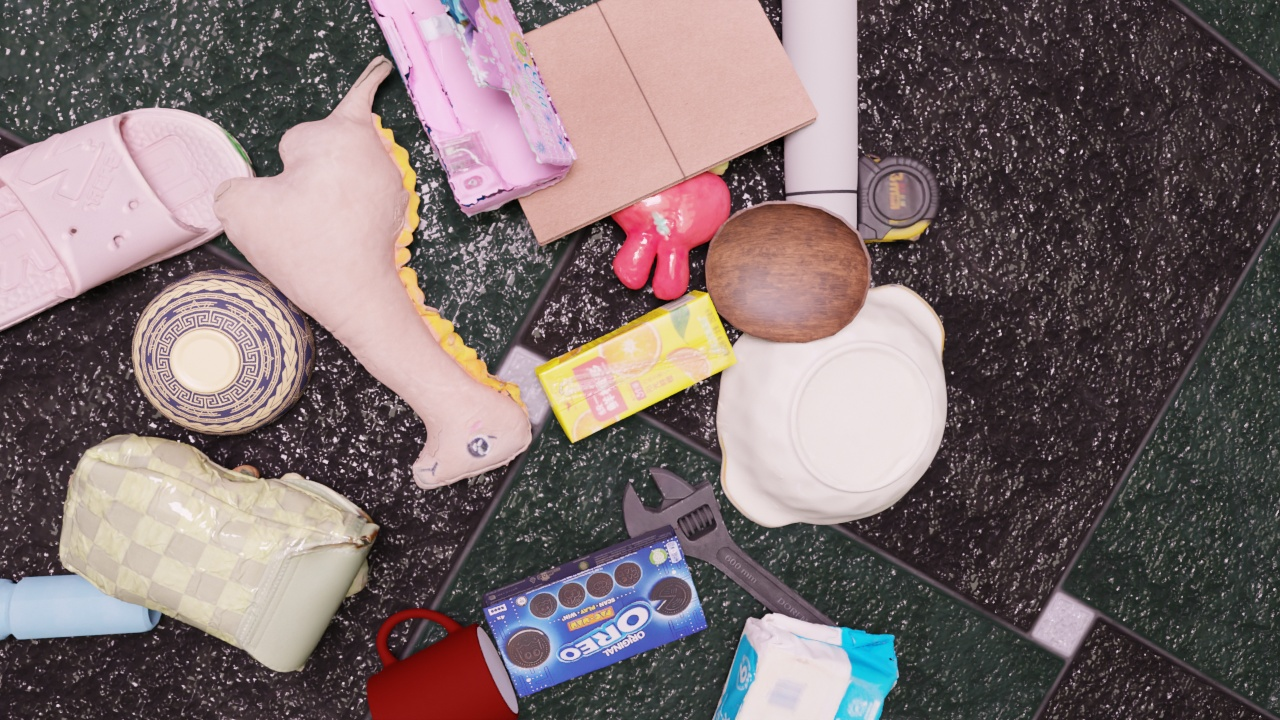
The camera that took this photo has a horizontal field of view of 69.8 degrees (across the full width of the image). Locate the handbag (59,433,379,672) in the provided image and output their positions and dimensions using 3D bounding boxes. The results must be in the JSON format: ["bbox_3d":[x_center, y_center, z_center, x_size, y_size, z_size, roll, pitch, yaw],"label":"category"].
[{"bbox_3d":[-0.262,0.109,0.590,0.186,0.116,0.113,28,103,-13],"label":"handbag"}]

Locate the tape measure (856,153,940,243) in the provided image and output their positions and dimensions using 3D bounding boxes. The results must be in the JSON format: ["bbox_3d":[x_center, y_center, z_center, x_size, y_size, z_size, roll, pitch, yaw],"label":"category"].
[{"bbox_3d":[0.189,-0.122,0.687,0.062,0.038,0.067,-1,92,-2],"label":"tape measure"}]

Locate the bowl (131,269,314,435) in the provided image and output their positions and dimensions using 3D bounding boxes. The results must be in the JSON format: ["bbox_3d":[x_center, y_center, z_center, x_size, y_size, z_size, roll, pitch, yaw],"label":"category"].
[{"bbox_3d":[-0.276,-0.003,0.600,0.112,0.061,0.112,-1,97,-11],"label":"bowl"}]

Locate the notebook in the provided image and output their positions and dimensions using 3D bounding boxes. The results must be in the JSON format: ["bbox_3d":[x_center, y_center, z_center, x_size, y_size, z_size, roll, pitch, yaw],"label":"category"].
[{"bbox_3d":[-0.003,-0.184,0.629,0.209,0.008,0.141,-25,82,-4],"label":"notebook"}]

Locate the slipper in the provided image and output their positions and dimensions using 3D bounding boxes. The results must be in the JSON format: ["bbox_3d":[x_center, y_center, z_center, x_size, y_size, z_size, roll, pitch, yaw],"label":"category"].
[{"bbox_3d":[-0.365,-0.086,0.573,0.239,0.064,0.094,-28,101,-5],"label":"slipper"}]

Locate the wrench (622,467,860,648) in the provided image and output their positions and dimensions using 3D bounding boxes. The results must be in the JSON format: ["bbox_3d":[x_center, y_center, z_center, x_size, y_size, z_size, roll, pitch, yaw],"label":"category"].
[{"bbox_3d":[0.095,0.175,0.715,0.273,0.018,0.073,40,93,-14],"label":"wrench"}]

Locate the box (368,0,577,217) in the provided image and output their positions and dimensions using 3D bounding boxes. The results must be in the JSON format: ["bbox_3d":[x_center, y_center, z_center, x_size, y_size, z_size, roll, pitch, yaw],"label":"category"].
[{"bbox_3d":[-0.120,-0.215,0.567,0.085,0.097,0.230,-23,89,-6],"label":"box"}]

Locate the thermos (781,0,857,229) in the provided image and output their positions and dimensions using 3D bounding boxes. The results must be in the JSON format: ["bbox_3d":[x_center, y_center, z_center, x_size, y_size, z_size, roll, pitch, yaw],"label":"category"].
[{"bbox_3d":[0.129,-0.189,0.659,0.052,0.052,0.224,-3,97,-10],"label":"thermos"}]

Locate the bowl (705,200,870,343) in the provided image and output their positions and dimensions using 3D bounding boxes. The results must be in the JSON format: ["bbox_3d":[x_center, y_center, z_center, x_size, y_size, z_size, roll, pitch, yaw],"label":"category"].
[{"bbox_3d":[0.104,-0.065,0.648,0.114,0.026,0.102,7,113,11],"label":"bowl"}]

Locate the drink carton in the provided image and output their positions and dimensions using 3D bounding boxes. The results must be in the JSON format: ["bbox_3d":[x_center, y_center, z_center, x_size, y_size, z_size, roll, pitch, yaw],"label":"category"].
[{"bbox_3d":[-0.004,0.004,0.662,0.134,0.043,0.058,-26,102,-6],"label":"drink carton"}]

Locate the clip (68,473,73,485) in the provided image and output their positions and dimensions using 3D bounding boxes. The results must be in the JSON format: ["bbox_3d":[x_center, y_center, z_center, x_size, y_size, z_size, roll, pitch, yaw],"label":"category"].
[{"bbox_3d":[-0.350,0.088,0.623,0.061,0.043,0.025,24,91,0],"label":"clip"}]

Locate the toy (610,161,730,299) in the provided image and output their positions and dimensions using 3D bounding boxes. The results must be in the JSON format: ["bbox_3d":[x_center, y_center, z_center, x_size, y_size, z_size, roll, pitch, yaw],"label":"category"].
[{"bbox_3d":[0.018,-0.111,0.650,0.091,0.045,0.135,7,90,-10],"label":"toy"}]

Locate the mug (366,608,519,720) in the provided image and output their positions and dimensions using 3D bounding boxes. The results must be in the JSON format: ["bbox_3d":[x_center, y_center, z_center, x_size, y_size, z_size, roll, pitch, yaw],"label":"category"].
[{"bbox_3d":[-0.146,0.224,0.654,0.082,0.073,0.105,-26,71,-7],"label":"mug"}]

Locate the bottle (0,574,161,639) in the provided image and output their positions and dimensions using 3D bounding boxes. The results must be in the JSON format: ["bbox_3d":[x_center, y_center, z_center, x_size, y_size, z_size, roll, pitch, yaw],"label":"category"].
[{"bbox_3d":[-0.392,0.163,0.609,0.130,0.040,0.040,-1,97,-11],"label":"bottle"}]

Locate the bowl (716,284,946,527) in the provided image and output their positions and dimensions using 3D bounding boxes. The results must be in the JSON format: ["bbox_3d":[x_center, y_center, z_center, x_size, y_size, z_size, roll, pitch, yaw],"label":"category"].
[{"bbox_3d":[0.155,0.039,0.688,0.188,0.060,0.219,42,87,-13],"label":"bowl"}]

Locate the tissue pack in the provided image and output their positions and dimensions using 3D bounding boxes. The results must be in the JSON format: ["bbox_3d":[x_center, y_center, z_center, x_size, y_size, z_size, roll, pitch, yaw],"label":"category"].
[{"bbox_3d":[0.112,0.291,0.703,0.117,0.066,0.209,18,97,-11],"label":"tissue pack"}]

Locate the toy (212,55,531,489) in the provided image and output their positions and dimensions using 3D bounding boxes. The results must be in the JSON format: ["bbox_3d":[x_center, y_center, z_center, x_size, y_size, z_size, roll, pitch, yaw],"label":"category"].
[{"bbox_3d":[-0.151,-0.047,0.620,0.264,0.065,0.196,45,83,-17],"label":"toy"}]

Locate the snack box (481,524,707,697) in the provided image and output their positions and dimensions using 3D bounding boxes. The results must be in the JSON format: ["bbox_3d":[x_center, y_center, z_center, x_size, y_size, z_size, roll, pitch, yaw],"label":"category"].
[{"bbox_3d":[-0.033,0.185,0.676,0.150,0.027,0.082,-20,106,-3],"label":"snack box"}]
